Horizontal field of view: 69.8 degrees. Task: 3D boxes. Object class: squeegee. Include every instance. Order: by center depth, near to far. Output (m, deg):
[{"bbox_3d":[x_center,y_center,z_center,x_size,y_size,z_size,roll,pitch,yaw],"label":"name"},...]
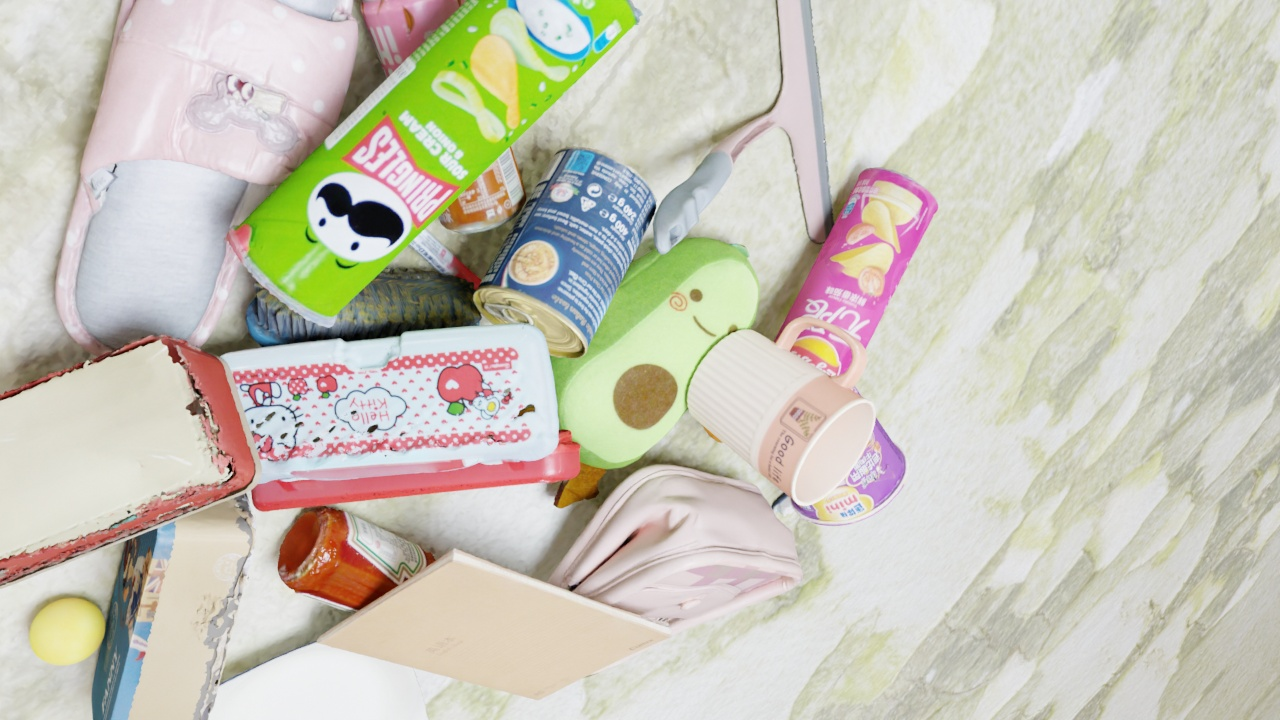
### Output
[{"bbox_3d":[0.062,-0.138,0.634,0.248,0.040,0.248,-48,136,-42],"label":"squeegee"}]

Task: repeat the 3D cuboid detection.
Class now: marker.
[{"bbox_3d":[-0.149,-0.086,0.582,0.017,0.017,0.145,-47,128,-3],"label":"marker"}]

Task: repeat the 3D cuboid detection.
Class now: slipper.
[{"bbox_3d":[-0.233,-0.116,0.491,0.114,0.054,0.274,21,102,-37],"label":"slipper"}]

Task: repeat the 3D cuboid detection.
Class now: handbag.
[{"bbox_3d":[0.003,0.194,0.763,0.235,0.093,0.193,-42,144,19],"label":"handbag"}]

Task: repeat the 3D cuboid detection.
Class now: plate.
[{"bbox_3d":[-0.247,0.272,0.689,0.163,0.034,0.164,-19,121,-23],"label":"plate"}]

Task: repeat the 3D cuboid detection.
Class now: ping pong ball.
[{"bbox_3d":[-0.354,0.168,0.567,0.040,0.040,0.040,-14,119,-26],"label":"ping pong ball"}]

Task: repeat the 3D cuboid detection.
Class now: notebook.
[{"bbox_3d":[-0.101,0.201,0.670,0.150,0.012,0.211,-35,134,27],"label":"notebook"}]

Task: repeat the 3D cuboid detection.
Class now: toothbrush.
[{"bbox_3d":[0.080,0.184,0.858,0.181,0.018,0.016,-39,130,-7],"label":"toothbrush"}]

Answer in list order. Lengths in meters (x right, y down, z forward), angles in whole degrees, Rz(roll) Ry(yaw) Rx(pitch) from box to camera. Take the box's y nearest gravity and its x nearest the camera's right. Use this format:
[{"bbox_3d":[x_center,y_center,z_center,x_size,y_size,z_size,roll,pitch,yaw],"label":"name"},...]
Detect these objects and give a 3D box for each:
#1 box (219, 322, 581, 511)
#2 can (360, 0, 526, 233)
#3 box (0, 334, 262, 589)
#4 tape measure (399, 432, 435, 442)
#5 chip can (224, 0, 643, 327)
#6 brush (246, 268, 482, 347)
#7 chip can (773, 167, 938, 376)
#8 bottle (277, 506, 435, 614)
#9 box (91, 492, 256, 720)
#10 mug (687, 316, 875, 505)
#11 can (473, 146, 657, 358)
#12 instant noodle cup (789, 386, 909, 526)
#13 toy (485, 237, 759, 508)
[{"bbox_3d":[-0.143,0.035,0.559,0.201,0.119,0.098,-6,84,6],"label":"box"},{"bbox_3d":[-0.114,-0.152,0.544,0.057,0.058,0.147,-27,124,-18],"label":"can"},{"bbox_3d":[-0.299,0.056,0.477,0.168,0.076,0.091,-22,80,-2],"label":"box"},{"bbox_3d":[-0.147,0.032,0.632,0.066,0.033,0.066,-24,125,-17],"label":"tape measure"},{"bbox_3d":[-0.108,-0.124,0.482,0.236,0.072,0.072,-44,128,3],"label":"chip can"},{"bbox_3d":[-0.172,-0.021,0.579,0.143,0.055,0.074,0,138,-29],"label":"brush"},{"bbox_3d":[0.160,-0.046,0.733,0.071,0.071,0.210,33,82,-38],"label":"chip can"},{"bbox_3d":[-0.165,0.170,0.675,0.060,0.060,0.206,-51,129,0],"label":"bottle"},{"bbox_3d":[-0.294,0.163,0.571,0.060,0.090,0.184,13,101,-36],"label":"box"},{"bbox_3d":[0.103,0.024,0.637,0.081,0.106,0.115,14,109,-53],"label":"mug"},{"bbox_3d":[-0.044,-0.067,0.566,0.075,0.075,0.111,42,64,-38],"label":"can"},{"bbox_3d":[0.164,0.072,0.800,0.111,0.111,0.099,-39,119,-10],"label":"instant noodle cup"},{"bbox_3d":[-0.004,0.004,0.670,0.247,0.090,0.227,-48,131,0],"label":"toy"}]
